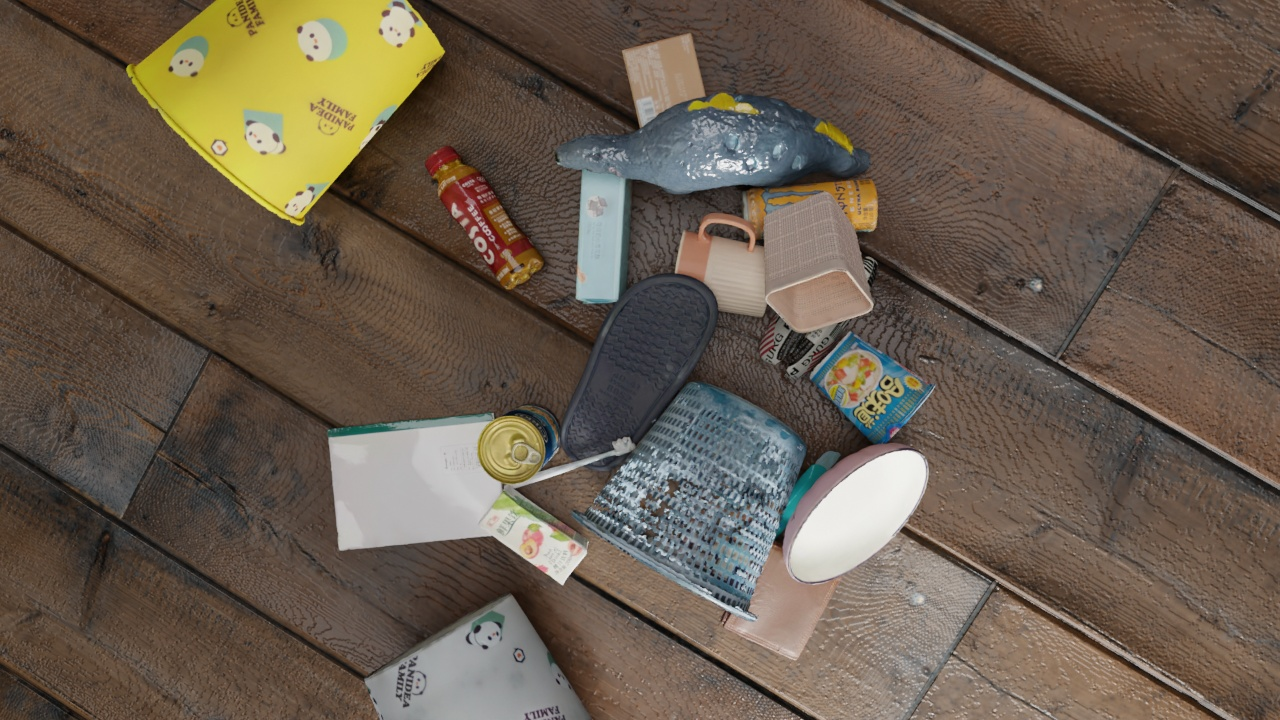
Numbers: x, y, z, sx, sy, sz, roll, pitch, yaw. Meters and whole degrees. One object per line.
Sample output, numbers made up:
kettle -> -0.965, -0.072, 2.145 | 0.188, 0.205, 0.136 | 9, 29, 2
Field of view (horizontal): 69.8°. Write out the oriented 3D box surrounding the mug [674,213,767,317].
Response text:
mug -> 0.094, -0.108, 1.017 | 0.106, 0.081, 0.115 | 11, 127, 3

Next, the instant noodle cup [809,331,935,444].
instant noodle cup -> 0.251, 0.027, 1.015 | 0.110, 0.099, 0.099 | 42, 96, 10

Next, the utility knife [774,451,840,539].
utility knife -> 0.172, 0.172, 1.065 | 0.029, 0.013, 0.174 | 39, 98, 1

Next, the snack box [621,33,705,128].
snack box -> 0.032, -0.295, 1.016 | 0.077, 0.094, 0.093 | -13, 91, 6

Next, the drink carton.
drink carton -> -0.124, 0.203, 1.076 | 0.122, 0.045, 0.053 | 36, 97, -3

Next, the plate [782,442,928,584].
plate -> 0.227, 0.161, 0.996 | 0.192, 0.192, 0.039 | -47, 49, 6

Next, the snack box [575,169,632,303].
snack box -> -0.040, -0.151, 1.040 | 0.051, 0.074, 0.175 | 3, 93, 6

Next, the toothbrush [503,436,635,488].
toothbrush -> -0.086, 0.121, 1.065 | 0.180, 0.016, 0.016 | -21, 108, 23

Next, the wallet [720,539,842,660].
wallet -> 0.164, 0.274, 1.060 | 0.101, 0.032, 0.124 | 26, 97, -8

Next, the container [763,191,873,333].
container -> 0.183, -0.105, 0.963 | 0.090, 0.090, 0.110 | -19, 54, 28

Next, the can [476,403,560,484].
can -> -0.135, 0.092, 1.044 | 0.075, 0.111, 0.075 | 0, 95, 5

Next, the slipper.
slipper -> -0.006, 0.006, 1.044 | 0.110, 0.083, 0.269 | 30, 116, -2

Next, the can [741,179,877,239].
can -> 0.188, -0.168, 1.025 | 0.146, 0.058, 0.058 | -4, 92, 6

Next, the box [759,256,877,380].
box -> 0.192, -0.062, 1.031 | 0.086, 0.076, 0.163 | 39, 99, 20

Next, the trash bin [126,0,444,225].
trash bin -> -0.369, -0.319, 0.999 | 0.255, 0.229, 0.229 | -45, 88, 0

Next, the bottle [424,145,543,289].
bottle -> -0.183, -0.167, 1.062 | 0.057, 0.057, 0.175 | -37, 89, 6

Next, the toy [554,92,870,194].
toy -> 0.091, -0.222, 0.956 | 0.356, 0.138, 0.091 | -2, 83, -9

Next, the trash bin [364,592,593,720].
trash bin -> -0.165, 0.415, 1.015 | 0.230, 0.229, 0.252 | -31, 84, 6

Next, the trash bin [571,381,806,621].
trash bin -> 0.070, 0.138, 0.990 | 0.226, 0.227, 0.195 | 30, 82, 3

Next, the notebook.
notebook -> -0.270, 0.146, 1.109 | 0.209, 0.012, 0.150 | -6, 91, 5
